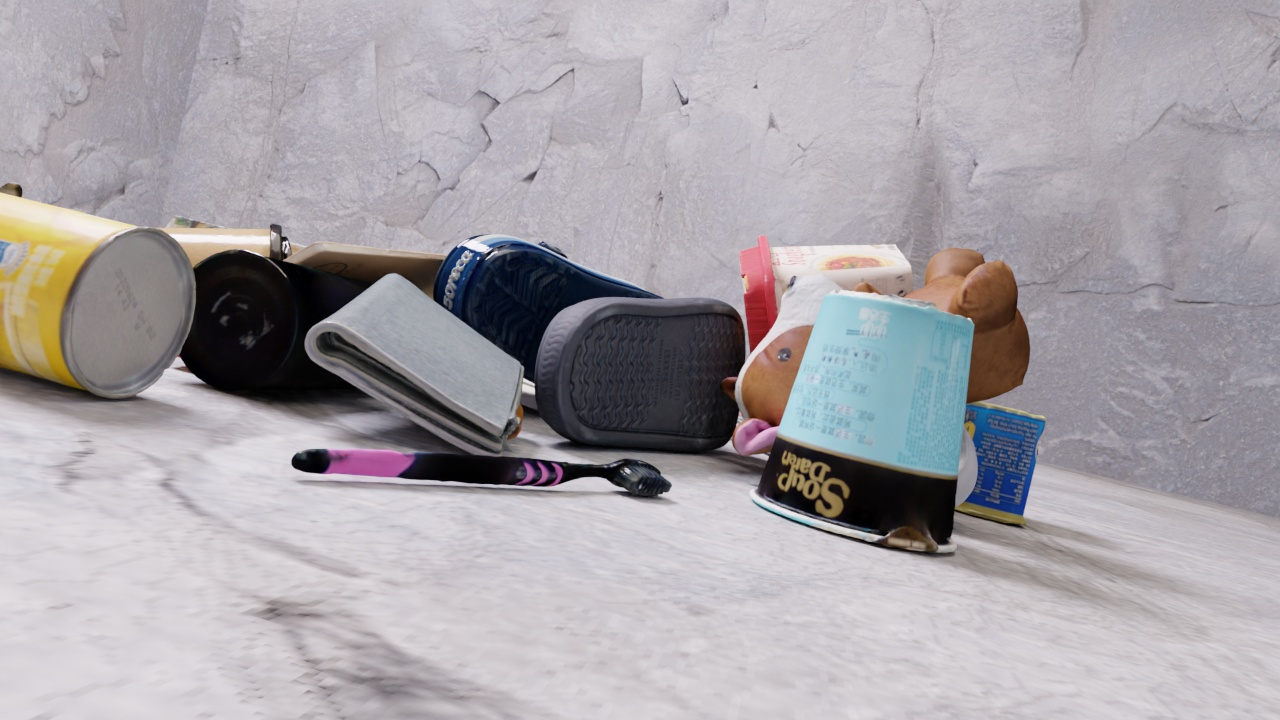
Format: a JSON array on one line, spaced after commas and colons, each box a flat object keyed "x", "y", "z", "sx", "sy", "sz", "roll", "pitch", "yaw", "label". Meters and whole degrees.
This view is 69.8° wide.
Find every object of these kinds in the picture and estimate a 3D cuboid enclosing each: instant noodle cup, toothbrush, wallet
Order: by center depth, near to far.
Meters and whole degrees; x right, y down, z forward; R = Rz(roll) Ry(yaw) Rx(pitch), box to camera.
[{"x": -0.050, "y": 0.045, "z": 0.366, "sx": 0.018, "sy": 0.014, "sz": 0.189, "roll": 30, "pitch": 13, "yaw": 40, "label": "toothbrush"}, {"x": -0.105, "y": 0.005, "z": 0.467, "sx": 0.106, "sy": 0.037, "sz": 0.129, "roll": 36, "pitch": 9, "yaw": -11, "label": "wallet"}, {"x": 0.126, "y": 0.028, "z": 0.487, "sx": 0.111, "sy": 0.120, "sz": 0.111, "roll": 13, "pitch": 1, "yaw": -1, "label": "instant noodle cup"}, {"x": 0.144, "y": -0.039, "z": 0.714, "sx": 0.124, "sy": 0.117, "sz": 0.116, "roll": -7, "pitch": 20, "yaw": 7, "label": "instant noodle cup"}]

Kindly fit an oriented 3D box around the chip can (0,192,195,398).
[{"x": -0.297, "y": -0.042, "z": 0.375, "sx": 0.213, "sy": 0.072, "sz": 0.072, "roll": 14, "pitch": 2, "yaw": 9, "label": "chip can"}]

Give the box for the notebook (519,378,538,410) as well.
[{"x": -0.123, "y": 0.014, "z": 0.780, "sx": 0.150, "sy": 0.012, "sz": 0.209, "roll": 18, "pitch": 2, "yaw": 7, "label": "notebook"}]

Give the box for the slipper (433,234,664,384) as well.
[{"x": -0.066, "y": -0.028, "z": 0.684, "sx": 0.095, "sy": 0.105, "sz": 0.252, "roll": 28, "pitch": 5, "yaw": 33, "label": "slipper"}]

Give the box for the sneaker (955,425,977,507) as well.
[{"x": 0.184, "y": 0.067, "z": 0.673, "sx": 0.089, "sy": 0.091, "sz": 0.242, "roll": -19, "pitch": 18, "yaw": 7, "label": "sneaker"}]

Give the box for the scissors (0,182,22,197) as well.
[{"x": -0.360, "y": -0.064, "z": 0.512, "sx": 0.221, "sy": 0.021, "sz": 0.232, "roll": -2, "pitch": -21, "yaw": 28, "label": "scissors"}]

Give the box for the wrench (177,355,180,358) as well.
[{"x": -0.231, "y": -0.004, "z": 0.615, "sx": 0.056, "sy": 0.016, "sz": 0.273, "roll": 13, "pitch": 1, "yaw": 3, "label": "wrench"}]

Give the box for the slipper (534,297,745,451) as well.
[{"x": -0.004, "y": 0.004, "z": 0.633, "sx": 0.083, "sy": 0.110, "sz": 0.267, "roll": 10, "pitch": 2, "yaw": 30, "label": "slipper"}]

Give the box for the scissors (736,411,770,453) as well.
[{"x": 0.076, "y": 0.048, "z": 0.862, "sx": 0.189, "sy": 0.015, "sz": 0.223, "roll": 20, "pitch": 8, "yaw": -15, "label": "scissors"}]

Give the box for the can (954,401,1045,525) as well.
[{"x": 0.273, "y": 0.077, "z": 0.715, "sx": 0.057, "sy": 0.083, "sz": 0.102, "roll": 13, "pitch": 1, "yaw": 12, "label": "can"}]

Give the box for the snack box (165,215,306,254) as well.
[{"x": -0.337, "y": -0.068, "z": 0.818, "sx": 0.182, "sy": 0.045, "sz": 0.178, "roll": 13, "pitch": -13, "yaw": -34, "label": "snack box"}]

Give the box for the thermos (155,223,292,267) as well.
[{"x": -0.322, "y": -0.059, "z": 0.669, "sx": 0.143, "sy": 0.093, "sz": 0.093, "roll": 3, "pitch": 5, "yaw": -23, "label": "thermos"}]

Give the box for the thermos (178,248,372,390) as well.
[{"x": -0.165, "y": -0.011, "z": 0.555, "sx": 0.090, "sy": 0.068, "sz": 0.242, "roll": 31, "pitch": 4, "yaw": 10, "label": "thermos"}]

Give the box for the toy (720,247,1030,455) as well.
[{"x": 0.145, "y": -0.006, "z": 0.597, "sx": 0.200, "sy": 0.130, "sz": 0.140, "roll": -27, "pitch": 7, "yaw": 12, "label": "toy"}]

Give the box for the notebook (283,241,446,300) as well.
[{"x": -0.196, "y": -0.043, "z": 0.623, "sx": 0.148, "sy": 0.008, "sz": 0.207, "roll": -22, "pitch": -6, "yaw": 23, "label": "notebook"}]
